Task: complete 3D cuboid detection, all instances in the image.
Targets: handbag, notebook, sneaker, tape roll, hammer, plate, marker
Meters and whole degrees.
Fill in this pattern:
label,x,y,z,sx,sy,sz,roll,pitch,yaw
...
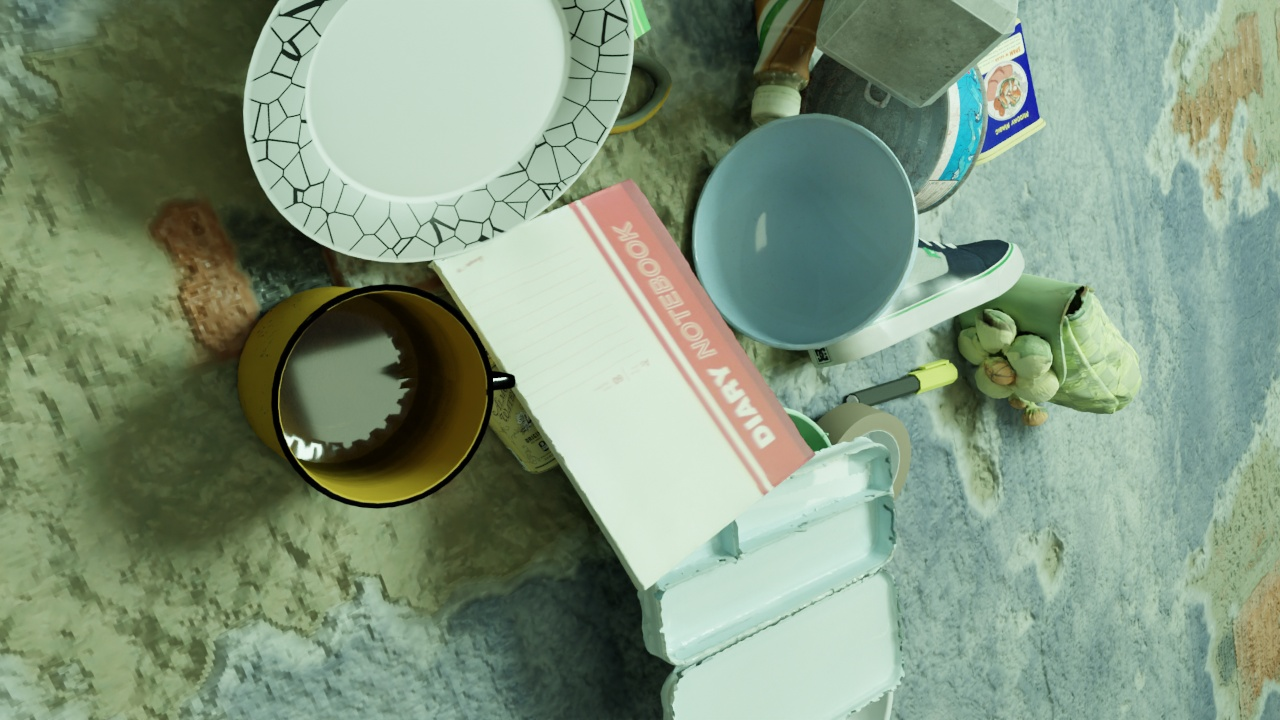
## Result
label,x,y,z,sx,sy,sz,roll,pitch,yaw
handbag,0.358,0.001,0.810,0.186,0.113,0.116,42,78,-33
notebook,-0.003,0.003,0.529,0.152,0.012,0.208,-31,86,-35
sneaker,0.214,-0.070,0.716,0.234,0.084,0.079,-23,95,-32
tape roll,0.167,0.081,0.714,0.093,0.030,0.094,-10,110,-31
hammer,0.067,-0.292,0.514,0.317,0.083,0.162,26,59,-15
plate,-0.089,-0.124,0.427,0.188,0.016,0.189,-26,148,-18
marker,0.218,0.020,0.764,0.123,0.017,0.021,-13,102,-34

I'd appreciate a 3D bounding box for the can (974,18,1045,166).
label,x,y,z,sx,sy,sz,roll,pitch,yaw
can,0.277,-0.220,0.759,0.116,0.057,0.092,-31,111,-30

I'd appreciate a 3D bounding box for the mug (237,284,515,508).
label,x,y,z,sx,sy,sz,roll,pitch,yaw
mug,-0.128,0.012,0.456,0.123,0.094,0.100,-4,97,-34

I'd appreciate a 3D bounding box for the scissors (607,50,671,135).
label,x,y,z,sx,sy,sz,roll,pitch,yaw
scissors,-0.079,-0.168,0.525,0.224,0.016,0.217,-30,112,-28

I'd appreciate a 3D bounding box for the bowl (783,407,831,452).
label,x,y,z,sx,sy,sz,roll,pitch,yaw
bowl,0.061,0.102,0.618,0.150,0.077,0.151,-4,98,-36

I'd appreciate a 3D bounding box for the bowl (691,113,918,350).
label,x,y,z,sx,sy,sz,roll,pitch,yaw
bowl,0.117,-0.080,0.612,0.074,0.151,0.150,4,93,-59

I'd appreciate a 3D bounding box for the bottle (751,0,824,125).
label,x,y,z,sx,sy,sz,roll,pitch,yaw
bottle,0.105,-0.244,0.626,0.059,0.059,0.167,11,88,-37

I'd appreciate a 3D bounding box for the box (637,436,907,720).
label,x,y,z,sx,sy,sz,roll,pitch,yaw
box,0.092,0.159,0.582,0.208,0.037,0.189,-17,107,-32

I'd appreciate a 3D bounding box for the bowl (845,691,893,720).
label,x,y,z,sx,sy,sz,roll,pitch,yaw
bowl,0.105,0.250,0.672,0.176,0.066,0.176,-4,97,-36

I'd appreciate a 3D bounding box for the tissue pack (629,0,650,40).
label,x,y,z,sx,sy,sz,roll,pitch,yaw
tissue pack,-0.071,-0.204,0.453,0.197,0.120,0.141,-29,111,-12

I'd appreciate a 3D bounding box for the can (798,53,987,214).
label,x,y,z,sx,sy,sz,roll,pitch,yaw
can,0.172,-0.165,0.639,0.044,0.130,0.130,-8,100,-36

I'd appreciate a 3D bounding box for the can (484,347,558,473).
label,x,y,z,sx,sy,sz,roll,pitch,yaw
can,-0.074,0.025,0.534,0.038,0.038,0.079,-46,119,-24
